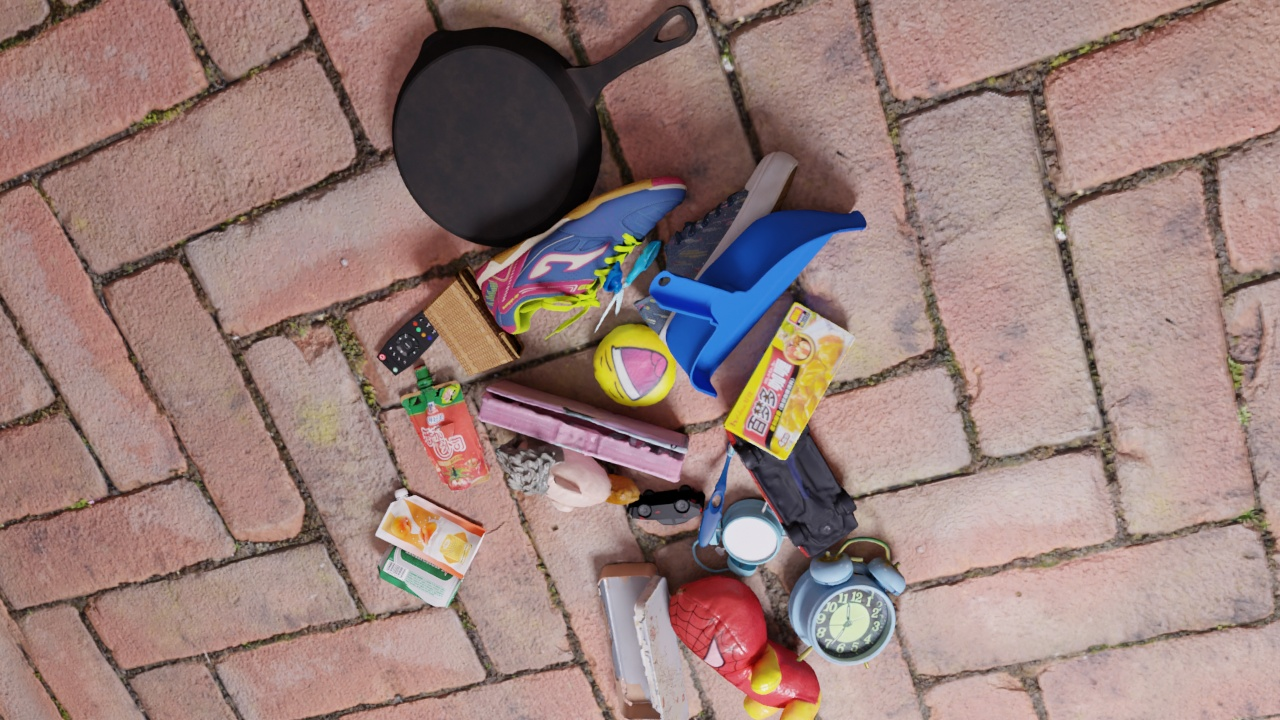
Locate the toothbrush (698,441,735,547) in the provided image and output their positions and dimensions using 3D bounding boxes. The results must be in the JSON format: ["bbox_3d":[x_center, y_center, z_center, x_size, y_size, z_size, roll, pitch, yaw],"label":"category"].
[{"bbox_3d":[0.089,0.150,1.043,0.021,0.016,0.132,17,93,1],"label":"toothbrush"}]

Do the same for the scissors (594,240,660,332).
[{"bbox_3d":[-0.028,-0.071,0.953,0.015,0.103,0.134,45,126,11],"label":"scissors"}]

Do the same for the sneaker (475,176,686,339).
[{"bbox_3d":[-0.050,-0.105,0.952,0.242,0.116,0.091,-28,86,13],"label":"sneaker"}]

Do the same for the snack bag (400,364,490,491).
[{"bbox_3d":[-0.231,0.077,1.084,0.087,0.044,0.155,-14,101,26],"label":"snack bag"}]

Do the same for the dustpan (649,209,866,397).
[{"bbox_3d":[0.084,-0.062,0.867,0.246,0.257,0.059,-51,57,21],"label":"dustpan"}]

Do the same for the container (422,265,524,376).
[{"bbox_3d":[-0.185,-0.039,1.009,0.061,0.063,0.114,-32,102,6],"label":"container"}]

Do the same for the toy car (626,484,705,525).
[{"bbox_3d":[0.031,0.172,1.067,0.092,0.042,0.036,-9,105,12],"label":"toy car"}]

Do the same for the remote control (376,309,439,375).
[{"bbox_3d":[-0.253,-0.032,1.057,0.125,0.010,0.039,-41,99,20],"label":"remote control"}]

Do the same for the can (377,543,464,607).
[{"bbox_3d":[-0.276,0.267,1.148,0.101,0.053,0.053,27,112,-1],"label":"can"}]

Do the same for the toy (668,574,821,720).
[{"bbox_3d":[0.119,0.338,1.079,0.216,0.098,0.148,51,151,-11],"label":"toy"}]

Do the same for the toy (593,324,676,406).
[{"bbox_3d":[-0.006,0.006,1.013,0.094,0.041,0.095,-18,103,11],"label":"toy"}]

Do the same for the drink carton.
[{"bbox_3d":[-0.260,0.212,1.132,0.122,0.039,0.069,26,87,0],"label":"drink carton"}]

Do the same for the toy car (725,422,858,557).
[{"bbox_3d":[0.169,0.127,1.014,0.081,0.056,0.189,-32,100,0],"label":"toy car"}]

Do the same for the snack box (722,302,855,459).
[{"bbox_3d":[0.156,0.022,0.966,0.075,0.025,0.152,30,87,2],"label":"snack box"}]

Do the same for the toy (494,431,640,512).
[{"bbox_3d":[-0.084,0.131,1.039,0.176,0.132,0.076,22,99,-16],"label":"toy"}]

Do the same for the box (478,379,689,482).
[{"bbox_3d":[-0.059,0.069,1.020,0.233,0.098,0.046,17,105,4],"label":"box"}]

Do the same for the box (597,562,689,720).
[{"bbox_3d":[-0.001,0.358,1.126,0.108,0.094,0.216,5,113,34],"label":"box"}]

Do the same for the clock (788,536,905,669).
[{"bbox_3d":[0.236,0.272,1.047,0.118,0.060,0.162,7,102,-12],"label":"clock"}]

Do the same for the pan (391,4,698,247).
[{"bbox_3d":[-0.101,-0.253,0.932,0.357,0.043,0.249,-27,103,18],"label":"pan"}]

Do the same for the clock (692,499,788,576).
[{"bbox_3d":[0.115,0.209,1.072,0.123,0.041,0.087,-34,101,24],"label":"clock"}]

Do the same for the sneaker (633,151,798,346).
[{"bbox_3d":[0.070,-0.118,0.936,0.079,0.087,0.236,36,113,7],"label":"sneaker"}]
